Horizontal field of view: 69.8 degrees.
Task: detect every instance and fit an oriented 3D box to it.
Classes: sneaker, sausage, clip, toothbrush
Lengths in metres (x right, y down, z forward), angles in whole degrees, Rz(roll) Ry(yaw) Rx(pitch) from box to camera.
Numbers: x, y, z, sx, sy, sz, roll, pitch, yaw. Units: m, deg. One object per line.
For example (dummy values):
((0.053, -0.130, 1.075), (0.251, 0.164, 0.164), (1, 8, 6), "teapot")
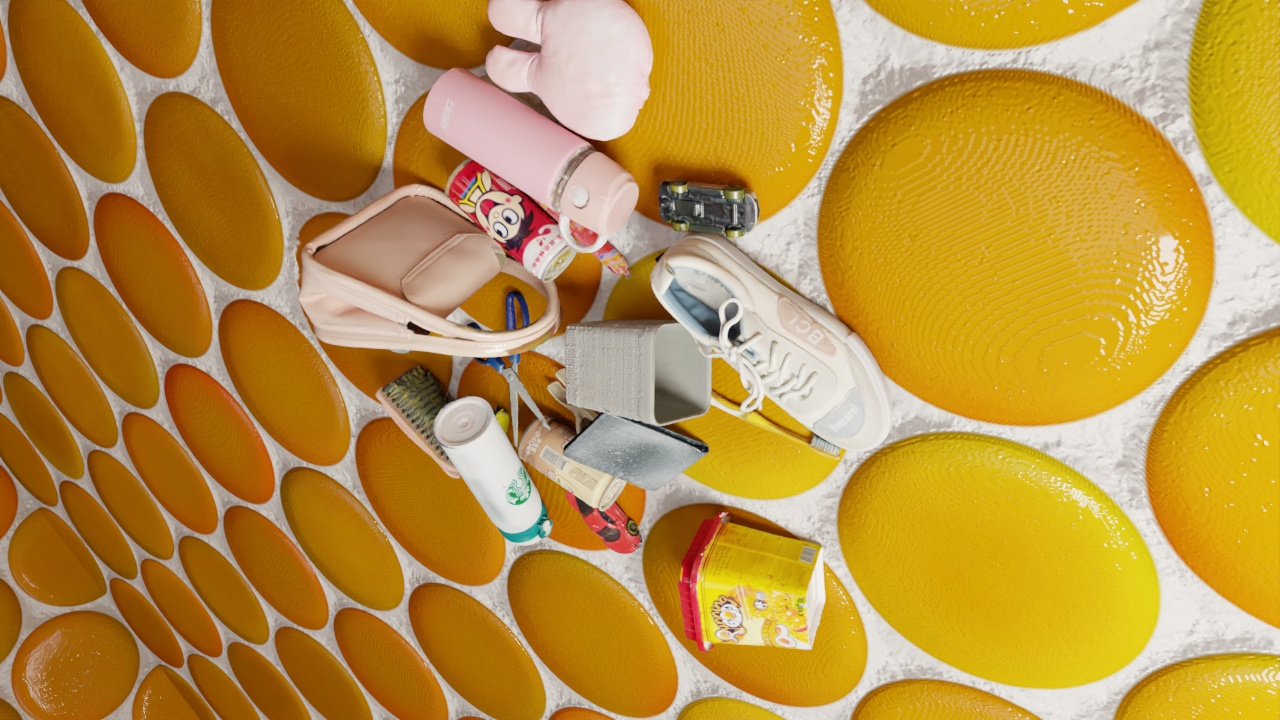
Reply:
((0.107, -0.010, 0.755), (0.242, 0.090, 0.090), (42, 122, 4), "sneaker")
((-0.065, -0.132, 0.870), (0.156, 0.020, 0.020), (43, 135, 6), "sausage")
((-0.050, 0.049, 0.968), (0.084, 0.034, 0.104), (-28, 91, 48), "clip")
((0.100, 0.047, 0.863), (0.191, 0.016, 0.018), (25, 119, 22), "toothbrush")

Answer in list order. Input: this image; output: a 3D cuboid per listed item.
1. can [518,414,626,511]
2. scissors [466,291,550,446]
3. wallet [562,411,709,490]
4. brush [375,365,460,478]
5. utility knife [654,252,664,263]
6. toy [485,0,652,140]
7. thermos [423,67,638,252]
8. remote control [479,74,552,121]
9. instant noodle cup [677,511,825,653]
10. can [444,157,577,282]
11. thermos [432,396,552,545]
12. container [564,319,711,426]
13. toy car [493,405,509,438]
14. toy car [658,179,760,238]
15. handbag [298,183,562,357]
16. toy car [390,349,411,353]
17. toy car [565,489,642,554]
((-0.074, 0.111, 1.006), (0.116, 0.058, 0.059), (31, 132, 17), "can")
((-0.143, 0.005, 0.991), (0.175, 0.012, 0.163), (34, 119, 37), "scissors")
((-0.006, 0.090, 0.931), (0.120, 0.019, 0.097), (23, 139, -22), "wallet")
((-0.256, 0.080, 1.123), (0.145, 0.063, 0.073), (49, 131, -2), "brush")
((0.074, -0.046, 0.823), (0.154, 0.015, 0.033), (43, 141, 5), "utility knife")
((-0.061, -0.252, 0.763), (0.159, 0.054, 0.121), (26, 129, 18), "toy")
((-0.098, -0.173, 0.804), (0.198, 0.067, 0.087), (34, 120, 13), "thermos")
((-0.102, -0.203, 0.851), (0.150, 0.021, 0.058), (37, 133, 11), "remote control")
((0.114, 0.225, 0.908), (0.124, 0.115, 0.116), (4, 120, 22), "instant noodle cup")
((-0.124, -0.136, 0.888), (0.133, 0.053, 0.053), (42, 134, 8), "can")
((-0.159, 0.135, 1.041), (0.073, 0.073, 0.224), (17, 147, 29), "thermos")
((-0.005, 0.005, 0.855), (0.114, 0.090, 0.090), (7, 99, 38), "container")
((-0.173, 0.099, 1.082), (0.032, 0.048, 0.105), (24, 131, 6), "toy car")
((0.059, -0.130, 0.766), (0.090, 0.035, 0.042), (14, 126, 30), "toy car")
((-0.188, -0.073, 0.896), (0.234, 0.192, 0.094), (20, 131, 14), "handbag")
((-0.297, -0.056, 1.088), (0.049, 0.031, 0.106), (2, 118, 36), "toy car")
((-0.042, 0.179, 1.046), (0.106, 0.031, 0.049), (50, 136, -3), "toy car")
